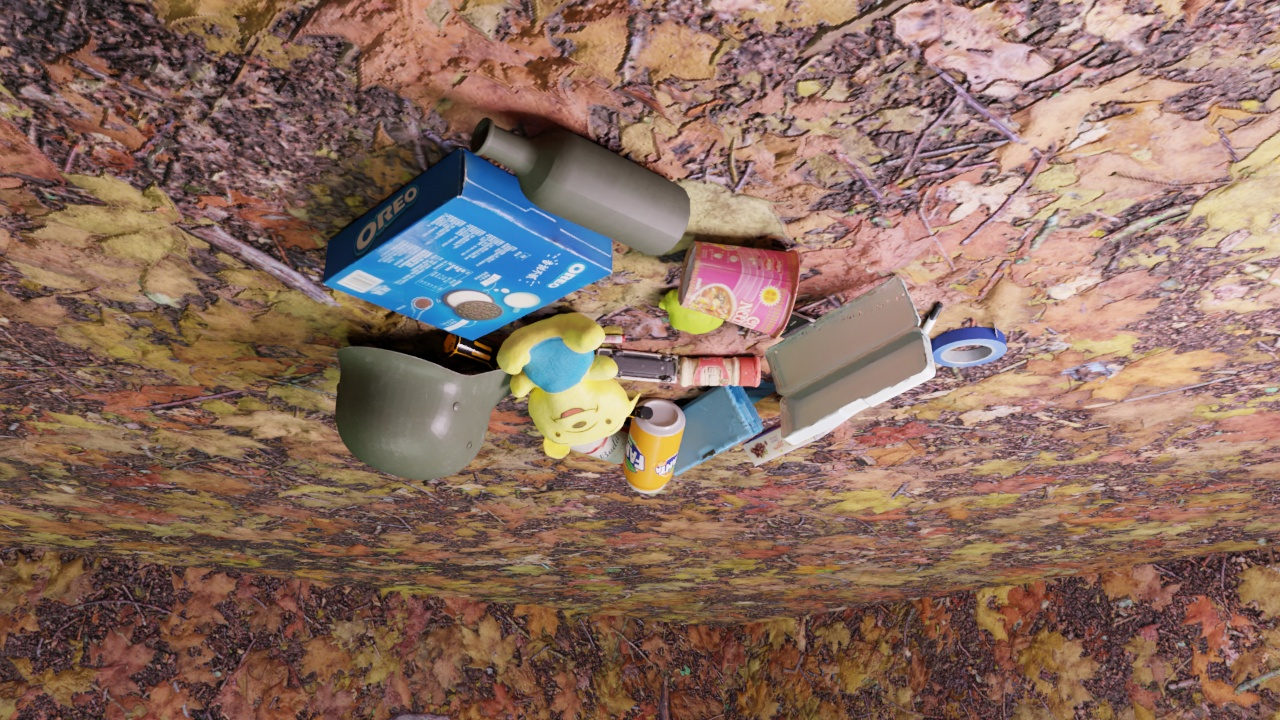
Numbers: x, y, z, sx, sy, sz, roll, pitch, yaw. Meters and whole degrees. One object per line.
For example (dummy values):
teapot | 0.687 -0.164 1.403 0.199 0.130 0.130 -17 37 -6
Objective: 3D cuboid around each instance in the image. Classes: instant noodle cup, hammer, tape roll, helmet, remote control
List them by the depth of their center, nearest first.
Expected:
instant noodle cup | 0.100 -0.080 0.965 0.108 0.097 0.098 11 155 -7
remote control | 0.163 -0.049 1.106 0.146 0.008 0.045 19 143 -23
helmet | -0.288 0.070 1.160 0.227 0.153 0.268 8 162 13
tape roll | 0.427 -0.017 1.197 0.093 0.016 0.091 -13 153 28
hammer | -0.131 0.027 1.255 0.320 0.036 0.123 24 167 -38

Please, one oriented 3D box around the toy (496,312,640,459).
toy | -0.087 0.028 1.159 0.149 0.083 0.214 -12 136 12

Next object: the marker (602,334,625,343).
marker | -0.091 -0.027 1.177 0.142 0.012 0.013 -1 157 0

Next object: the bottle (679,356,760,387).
bottle | 0.106 0.015 1.237 0.109 0.044 0.044 0 157 1

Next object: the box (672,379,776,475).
box | 0.122 0.091 1.398 0.102 0.094 0.232 -21 169 -34

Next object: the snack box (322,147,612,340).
snack box | -0.177 -0.106 0.941 0.240 0.056 0.195 -22 149 38

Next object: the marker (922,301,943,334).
marker | 0.359 -0.036 1.161 0.011 0.011 0.152 -1 156 2

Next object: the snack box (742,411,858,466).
snack box | 0.241 0.088 1.317 0.147 0.040 0.144 -27 175 -36

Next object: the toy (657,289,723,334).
toy | 0.073 -0.061 1.066 0.094 0.036 0.094 25 138 -17

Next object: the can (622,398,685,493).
can | 0.018 0.131 1.398 0.079 0.079 0.143 4 131 -9

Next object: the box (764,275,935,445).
box | 0.236 0.004 1.056 0.198 0.136 0.049 -32 143 33

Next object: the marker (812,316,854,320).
marker | 0.267 -0.047 1.127 0.140 0.016 0.016 -5 156 11

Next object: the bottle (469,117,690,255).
bottle | -0.052 -0.157 0.806 0.206 0.071 0.072 18 150 -36

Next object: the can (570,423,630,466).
can | -0.070 0.117 1.439 0.067 0.067 0.170 -19 150 37

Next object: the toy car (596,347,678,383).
toy car | -0.007 0.007 1.229 0.113 0.039 0.039 6 176 -14
